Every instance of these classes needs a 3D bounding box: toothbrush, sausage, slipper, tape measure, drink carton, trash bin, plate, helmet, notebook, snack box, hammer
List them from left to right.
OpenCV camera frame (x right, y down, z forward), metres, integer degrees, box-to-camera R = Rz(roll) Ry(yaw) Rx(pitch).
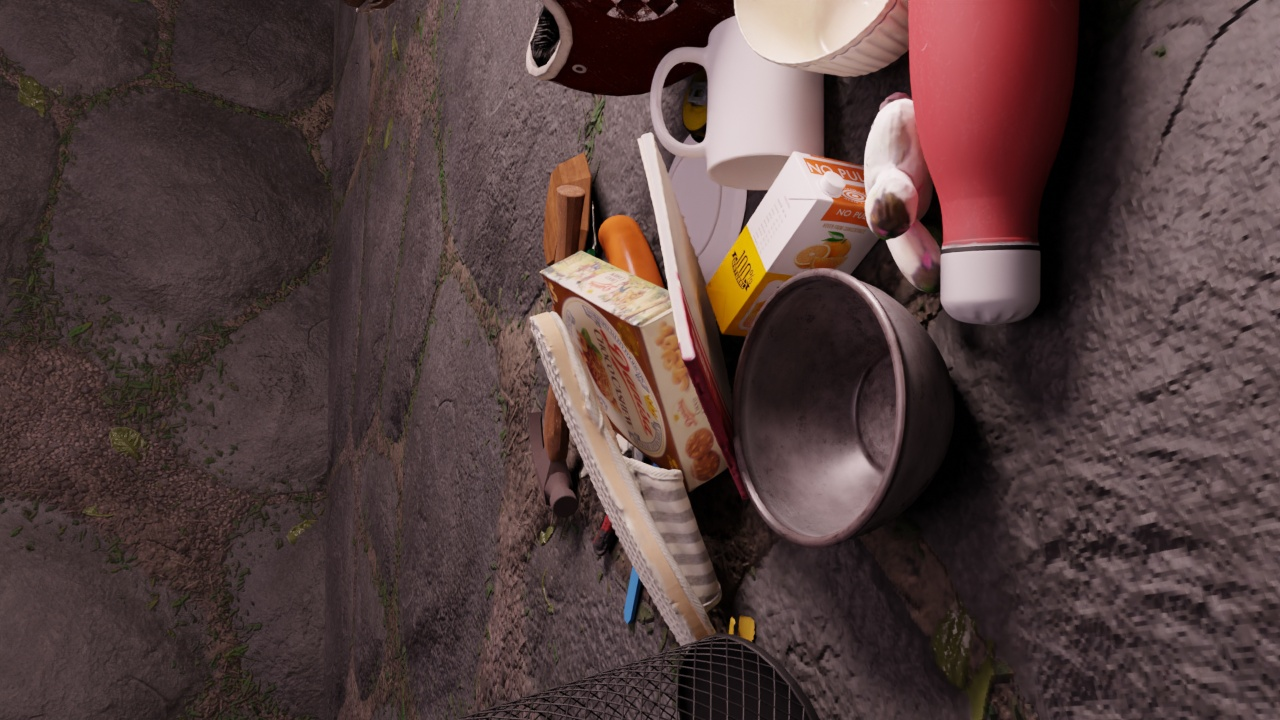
[{"bbox_3d":[-0.075,-0.005,0.859,0.115,0.033,0.324,-119,30,-55],"label":"hammer"},{"bbox_3d":[-0.077,-0.145,0.930,0.131,0.025,0.131,-177,91,-74],"label":"plate"},{"bbox_3d":[-0.032,-0.300,0.621,0.234,0.253,0.232,-37,34,27],"label":"helmet"},{"bbox_3d":[-0.011,0.259,0.519,0.184,0.209,0.184,21,117,51],"label":"trash bin"},{"bbox_3d":[-0.006,0.086,0.655,0.272,0.054,0.115,63,164,-1],"label":"slipper"},{"bbox_3d":[-0.004,0.004,0.676,0.147,0.041,0.143,32,147,53],"label":"snack box"},{"bbox_3d":[-0.002,-0.063,0.777,0.045,0.039,0.164,114,148,-46],"label":"sausage"},{"bbox_3d":[0.006,0.149,0.764,0.016,0.014,0.167,-134,49,-57],"label":"toothbrush"},{"bbox_3d":[0.043,-0.123,0.726,0.135,0.011,0.134,-17,71,62],"label":"plate"},{"bbox_3d":[0.038,-0.017,0.571,0.209,0.012,0.152,62,-163,-59],"label":"notebook"},{"bbox_3d":[0.056,-0.191,0.677,0.061,0.034,0.061,16,92,58],"label":"tape measure"},{"bbox_3d":[0.096,-0.067,0.557,0.123,0.058,0.040,-58,37,44],"label":"drink carton"}]

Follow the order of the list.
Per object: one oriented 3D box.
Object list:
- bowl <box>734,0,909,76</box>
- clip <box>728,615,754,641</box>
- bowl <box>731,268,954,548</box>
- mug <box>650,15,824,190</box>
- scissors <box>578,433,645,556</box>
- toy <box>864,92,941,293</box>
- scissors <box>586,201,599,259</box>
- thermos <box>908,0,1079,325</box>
[{"bbox_3d":[0.116,-0.210,0.509,0.116,0.062,0.115,-10,76,43],"label":"bowl"},{"bbox_3d":[0.075,0.203,0.614,0.046,0.037,0.053,-159,76,-76],"label":"clip"},{"bbox_3d":[0.115,0.027,0.494,0.145,0.067,0.145,-17,71,62],"label":"bowl"},{"bbox_3d":[0.061,-0.164,0.586,0.074,0.110,0.090,89,-178,-84],"label":"mug"},{"bbox_3d":[-0.014,0.095,0.806,0.179,0.015,0.187,16,99,63],"label":"scissors"},{"bbox_3d":[0.134,-0.094,0.476,0.038,0.079,0.122,-10,48,24],"label":"toy"},{"bbox_3d":[-0.039,-0.048,0.846,0.205,0.015,0.180,-92,-3,-61],"label":"scissors"},{"bbox_3d":[0.161,-0.136,0.421,0.073,0.073,0.240,5,97,64],"label":"thermos"}]
